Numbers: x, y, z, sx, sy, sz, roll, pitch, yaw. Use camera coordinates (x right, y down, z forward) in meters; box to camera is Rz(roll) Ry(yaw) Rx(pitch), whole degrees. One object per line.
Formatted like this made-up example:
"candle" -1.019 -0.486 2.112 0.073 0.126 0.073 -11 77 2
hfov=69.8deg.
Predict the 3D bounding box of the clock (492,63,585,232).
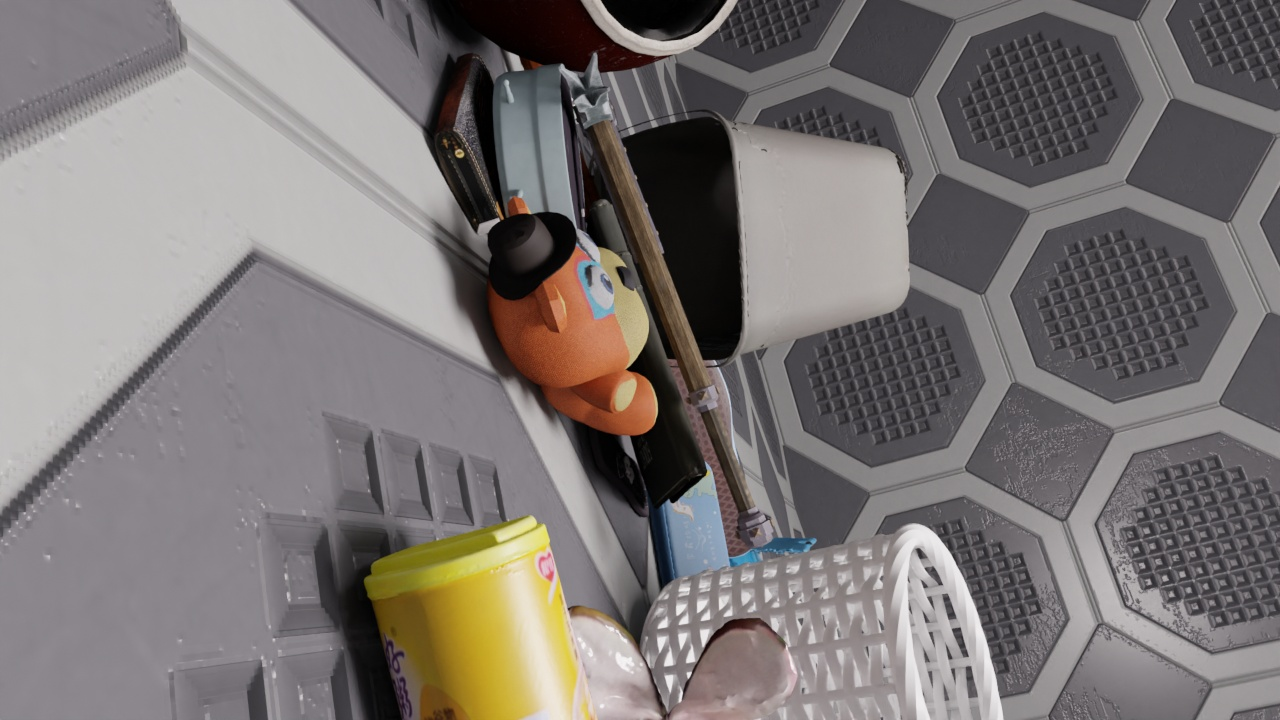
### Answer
"clock" -0.064 -0.131 0.622 0.159 0.045 0.122 -28 112 -89

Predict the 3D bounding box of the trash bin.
"trash bin" 0.101 -0.105 0.797 0.219 0.198 0.197 -9 98 -36

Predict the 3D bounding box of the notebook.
"notebook" -0.004 0.004 0.703 0.170 0.029 0.209 112 -37 -73

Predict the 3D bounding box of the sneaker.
"sneaker" 0.053 0.082 0.938 0.098 0.083 0.241 -131 -159 -70

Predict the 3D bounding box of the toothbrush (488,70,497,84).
"toothbrush" -0.099 -0.203 0.733 0.167 0.013 0.013 -10 83 -81

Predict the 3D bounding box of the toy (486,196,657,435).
"toy" -0.044 -0.024 0.555 0.176 0.096 0.112 41 23 -53

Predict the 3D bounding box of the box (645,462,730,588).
"box" 0.050 0.177 0.781 0.069 0.064 0.209 52 24 -56

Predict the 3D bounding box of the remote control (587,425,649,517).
"remote control" -0.016 0.084 0.725 0.124 0.009 0.046 58 19 -55

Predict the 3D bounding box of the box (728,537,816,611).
"box" 0.166 0.257 1.114 0.231 0.110 0.094 31 42 -74

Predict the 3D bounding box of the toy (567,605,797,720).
"toy" 0.011 0.230 0.431 0.204 0.131 0.106 -86 173 -46

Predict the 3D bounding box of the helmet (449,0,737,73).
"helmet" -0.035 -0.312 0.604 0.232 0.254 0.234 -15 118 -41

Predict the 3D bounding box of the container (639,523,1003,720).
"container" 0.125 0.223 0.626 0.189 0.187 0.189 37 43 -45

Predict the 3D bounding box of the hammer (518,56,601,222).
"hammer" -0.093 -0.259 0.765 0.111 0.028 0.300 -34 104 -78

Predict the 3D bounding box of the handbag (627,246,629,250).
"handbag" 0.038 -0.196 1.016 0.228 0.184 0.132 -35 106 -62

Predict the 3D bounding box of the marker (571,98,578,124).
"marker" -0.083 -0.263 0.892 0.145 0.017 0.017 28 46 -75

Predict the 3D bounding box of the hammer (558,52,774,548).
"hammer" 0.022 -0.027 0.605 0.147 0.028 0.317 37 32 -88

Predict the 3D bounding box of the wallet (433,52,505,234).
"wallet" -0.105 -0.142 0.590 0.122 0.019 0.072 -94 168 -49

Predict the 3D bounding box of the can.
"can" -0.054 0.115 0.331 0.067 0.068 0.105 3 71 -78
